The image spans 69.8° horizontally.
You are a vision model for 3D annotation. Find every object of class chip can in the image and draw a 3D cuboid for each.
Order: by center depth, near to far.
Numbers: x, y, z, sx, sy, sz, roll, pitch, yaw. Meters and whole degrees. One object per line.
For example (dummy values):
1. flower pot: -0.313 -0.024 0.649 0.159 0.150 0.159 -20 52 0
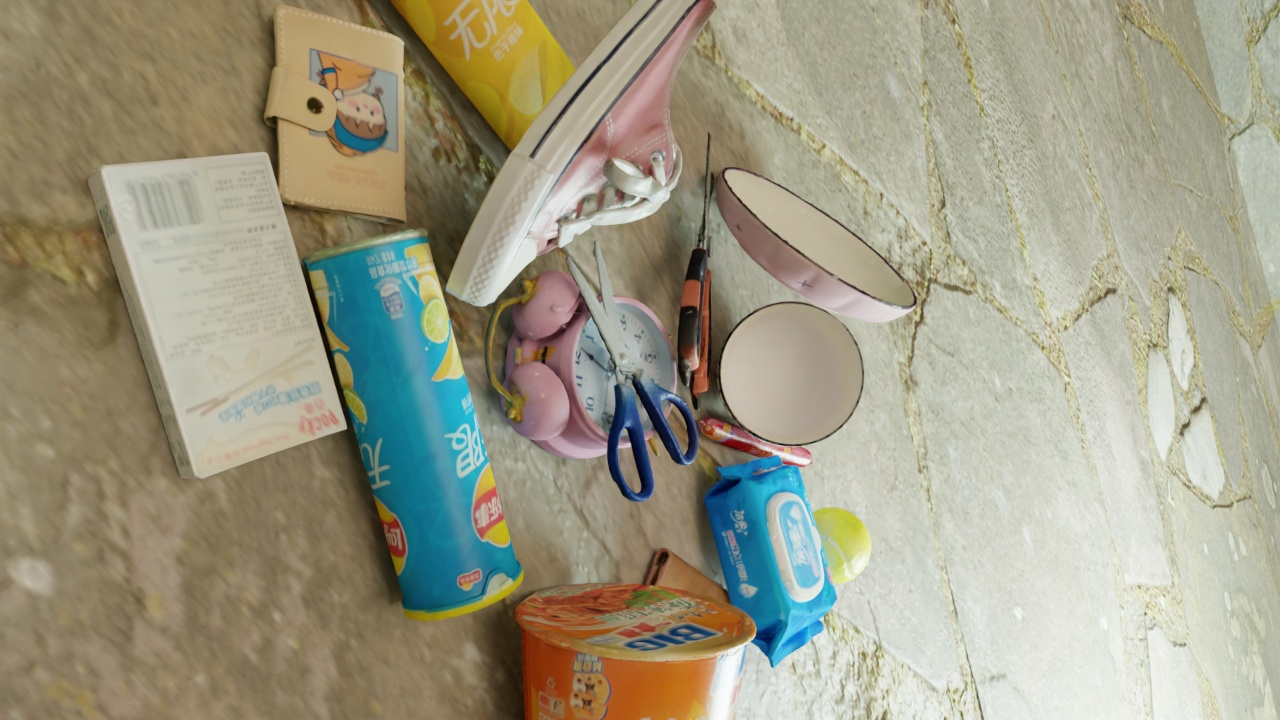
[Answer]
1. chip can: -0.127 0.036 0.521 0.071 0.071 0.210 -21 100 -44
2. chip can: -0.095 -0.202 0.583 0.213 0.072 0.071 50 54 -29

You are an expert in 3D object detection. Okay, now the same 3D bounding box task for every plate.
1. plate: 0.138 -0.089 0.757 0.192 0.039 0.192 28 25 -14

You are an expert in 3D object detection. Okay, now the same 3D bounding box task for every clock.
1. clock: -0.042 0.004 0.616 0.158 0.060 0.117 19 73 -42

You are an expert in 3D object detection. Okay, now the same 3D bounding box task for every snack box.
1. snack box: -0.215 -0.026 0.474 0.084 0.027 0.157 -20 99 -44

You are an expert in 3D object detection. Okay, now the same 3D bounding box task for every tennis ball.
1. tennis ball: 0.167 0.161 0.798 0.065 0.066 0.065 7 80 -44

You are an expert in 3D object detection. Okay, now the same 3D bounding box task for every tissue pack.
1. tissue pack: 0.108 0.155 0.733 0.094 0.052 0.157 -4 77 -51

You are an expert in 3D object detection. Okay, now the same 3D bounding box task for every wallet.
1. wallet: -0.175 -0.141 0.532 0.087 0.024 0.115 4 83 -49
2. wallet: 0.029 0.214 0.690 0.101 0.020 0.115 39 62 -33

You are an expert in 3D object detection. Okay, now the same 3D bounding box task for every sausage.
1. sausage: 0.099 0.071 0.776 0.155 0.020 0.020 20 71 -41

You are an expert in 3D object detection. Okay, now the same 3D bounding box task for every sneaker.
1. sneaker: -0.020 -0.120 0.546 0.088 0.118 0.241 37 82 -10

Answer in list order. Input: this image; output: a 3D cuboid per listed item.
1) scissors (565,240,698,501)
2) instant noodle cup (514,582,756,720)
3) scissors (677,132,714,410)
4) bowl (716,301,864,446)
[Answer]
1. scissors: -0.013 0.013 0.593 0.170 0.012 0.143 42 57 -33
2. instant noodle cup: -0.007 0.212 0.573 0.151 0.152 0.111 4 90 -44
3. scissors: 0.046 -0.065 0.703 0.188 0.015 0.224 -57 148 -72
4. bowl: 0.119 0.013 0.754 0.116 0.066 0.116 0 85 -1
